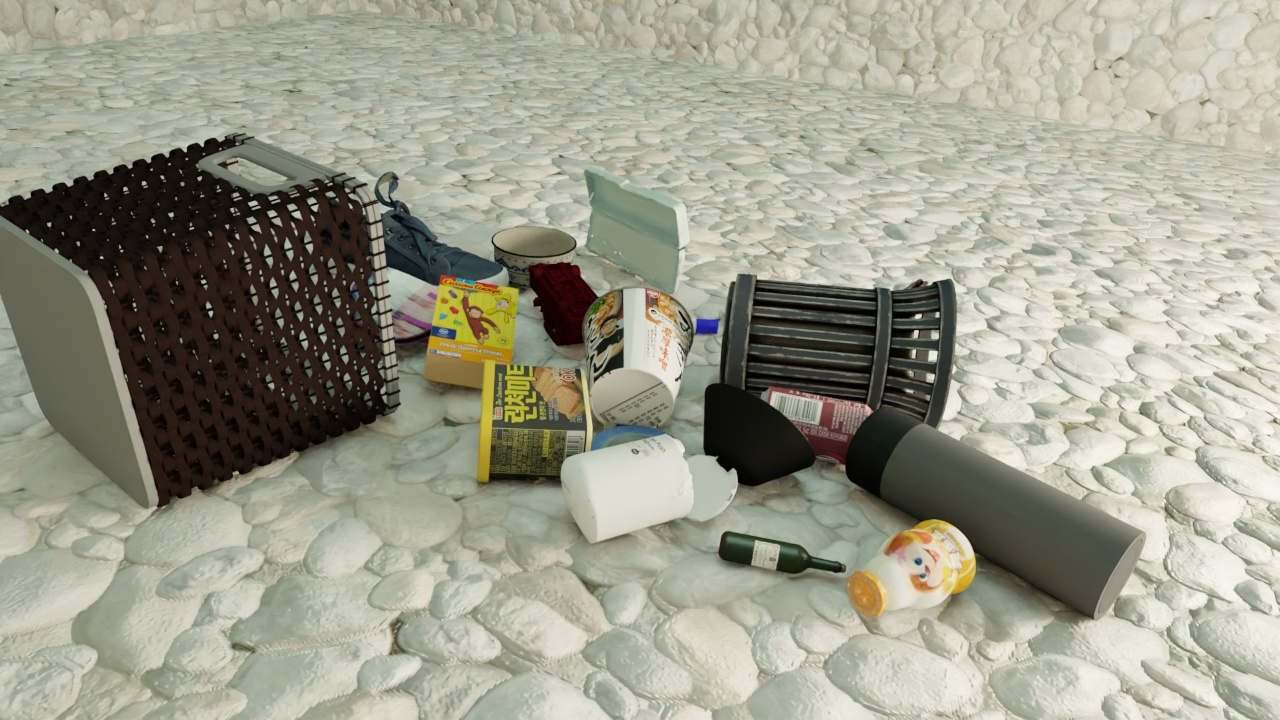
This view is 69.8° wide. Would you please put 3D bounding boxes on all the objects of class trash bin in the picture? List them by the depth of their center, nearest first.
[{"bbox_3d":[0.206,-0.016,0.989,0.227,0.164,0.163,6,28,9],"label":"trash bin"}]

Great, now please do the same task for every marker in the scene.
[{"bbox_3d":[0.027,-0.046,1.160,0.141,0.020,0.020,3,28,-4],"label":"marker"}]

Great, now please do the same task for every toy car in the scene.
[{"bbox_3d":[-0.087,-0.065,1.130,0.070,0.062,0.170,-7,30,-22],"label":"toy car"}]

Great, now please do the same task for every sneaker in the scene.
[{"bbox_3d":[-0.307,-0.164,1.217,0.295,0.127,0.120,16,31,16],"label":"sneaker"}]

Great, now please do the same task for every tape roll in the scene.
[{"bbox_3d":[-0.005,0.094,0.890,0.091,0.016,0.092,10,28,9],"label":"tape roll"}]

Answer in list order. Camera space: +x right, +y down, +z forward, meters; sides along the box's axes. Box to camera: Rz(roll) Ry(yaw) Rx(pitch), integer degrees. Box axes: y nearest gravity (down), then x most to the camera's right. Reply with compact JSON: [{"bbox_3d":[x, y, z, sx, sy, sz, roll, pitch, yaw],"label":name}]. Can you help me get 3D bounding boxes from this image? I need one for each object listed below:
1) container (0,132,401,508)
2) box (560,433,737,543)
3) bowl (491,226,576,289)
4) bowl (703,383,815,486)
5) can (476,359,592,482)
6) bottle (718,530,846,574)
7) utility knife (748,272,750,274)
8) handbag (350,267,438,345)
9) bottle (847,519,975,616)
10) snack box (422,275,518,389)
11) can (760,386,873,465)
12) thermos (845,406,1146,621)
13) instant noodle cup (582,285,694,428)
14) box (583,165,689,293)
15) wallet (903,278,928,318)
[{"bbox_3d":[-0.406,-0.044,0.847,0.247,0.246,0.242,24,37,32],"label":"container"},{"bbox_3d":[0.012,0.109,0.805,0.160,0.092,0.081,-14,30,-17],"label":"box"},{"bbox_3d":[-0.146,-0.136,1.258,0.115,0.059,0.115,4,28,-2],"label":"bowl"},{"bbox_3d":[0.097,0.082,0.866,0.124,0.124,0.052,25,67,33],"label":"bowl"},{"bbox_3d":[-0.103,0.058,0.884,0.101,0.073,0.130,3,28,-9],"label":"can"},{"bbox_3d":[0.119,0.164,0.769,0.106,0.025,0.025,10,28,9],"label":"bottle"},{"bbox_3d":[0.150,-0.065,1.099,0.015,0.168,0.022,-45,61,-6],"label":"utility knife"},{"bbox_3d":[-0.249,-0.050,1.085,0.170,0.068,0.144,15,29,5],"label":"handbag"},{"bbox_3d":[0.216,0.170,0.736,0.108,0.063,0.063,-14,33,-32],"label":"bottle"},{"bbox_3d":[-0.186,-0.031,1.016,0.088,0.040,0.125,10,45,-12],"label":"snack box"},{"bbox_3d":[0.175,0.067,0.923,0.114,0.063,0.063,11,28,11],"label":"can"},{"bbox_3d":[0.303,0.127,0.811,0.082,0.082,0.240,-20,37,-39],"label":"thermos"},{"bbox_3d":[-0.006,0.006,0.965,0.123,0.124,0.121,5,37,0],"label":"instant noodle cup"},{"bbox_3d":[-0.009,-0.189,1.298,0.043,0.136,0.197,-24,39,-34],"label":"box"},{"bbox_3d":[0.307,-0.041,1.114,0.031,0.100,0.119,29,36,26],"label":"wallet"}]
